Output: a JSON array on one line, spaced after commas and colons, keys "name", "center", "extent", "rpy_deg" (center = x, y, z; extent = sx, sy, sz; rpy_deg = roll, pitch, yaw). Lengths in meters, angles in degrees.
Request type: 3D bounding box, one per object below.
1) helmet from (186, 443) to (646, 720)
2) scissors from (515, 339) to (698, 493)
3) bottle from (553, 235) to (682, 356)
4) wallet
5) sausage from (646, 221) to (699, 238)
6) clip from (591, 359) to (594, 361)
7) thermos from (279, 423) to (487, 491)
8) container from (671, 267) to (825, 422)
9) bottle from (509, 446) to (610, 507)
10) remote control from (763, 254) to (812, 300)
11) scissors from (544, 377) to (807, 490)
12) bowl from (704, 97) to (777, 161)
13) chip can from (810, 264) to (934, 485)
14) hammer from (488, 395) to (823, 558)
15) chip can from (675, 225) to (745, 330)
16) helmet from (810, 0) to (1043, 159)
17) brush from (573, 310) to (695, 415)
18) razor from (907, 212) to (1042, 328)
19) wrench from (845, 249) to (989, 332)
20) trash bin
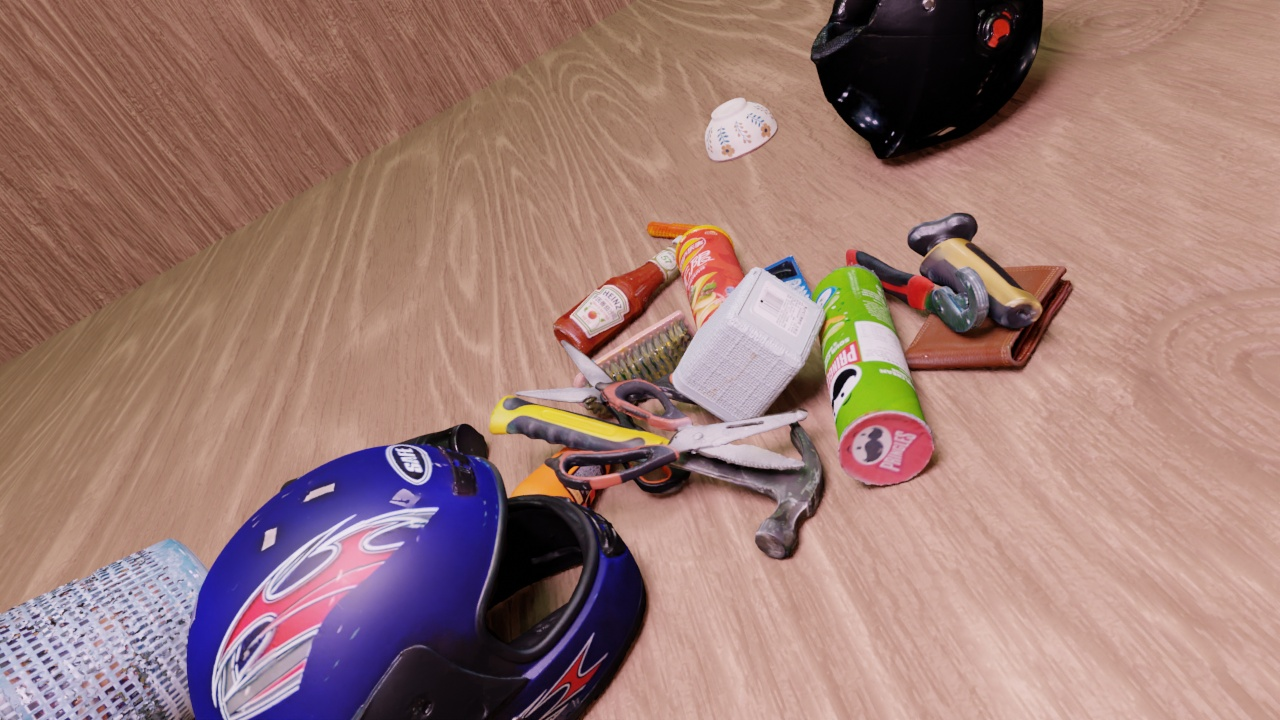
[{"name": "helmet", "center": [-0.172, 0.179, 0.676], "extent": [0.315, 0.240, 0.247], "rpy_deg": [-37, 31, -12]}, {"name": "scissors", "center": [-0.005, 0.042, 0.887], "extent": [0.229, 0.022, 0.220], "rpy_deg": [-17, 47, -4]}, {"name": "bottle", "center": [-0.014, -0.082, 1.118], "extent": [0.205, 0.060, 0.060], "rpy_deg": [-40, 30, -18]}, {"name": "wallet", "center": [0.298, -0.037, 0.790], "extent": [0.101, 0.032, 0.124], "rpy_deg": [3, 43, 50]}, {"name": "sausage", "center": [0.057, -0.173, 1.232], "extent": [0.021, 0.021, 0.165], "rpy_deg": [-42, 31, -20]}, {"name": "clip", "center": [-0.046, 0.013, 1.048], "extent": [0.038, 0.013, 0.055], "rpy_deg": [-40, 30, -18]}, {"name": "thermos", "center": [-0.287, 0.134, 1.043], "extent": [0.243, 0.068, 0.089], "rpy_deg": [-19, -1, 17]}, {"name": "container", "center": [0.100, -0.012, 0.822], "extent": [0.089, 0.090, 0.112], "rpy_deg": [-58, 2, -40]}, {"name": "bottle", "center": [-0.064, 0.110, 0.869], "extent": [0.067, 0.067, 0.149], "rpy_deg": [-4, 31, 39]}, {"name": "remote control", "center": [0.155, -0.072, 0.981], "extent": [0.049, 0.024, 0.124], "rpy_deg": [-25, 31, 11]}, {"name": "scissors", "center": [0.026, 0.064, 0.772], "extent": [0.188, 0.015, 0.226], "rpy_deg": [-34, 42, -21]}, {"name": "bowl", "center": [0.145, -0.360, 1.402], "extent": [0.113, 0.062, 0.113], "rpy_deg": [-23, 28, 13]}, {"name": "chip can", "center": [0.192, 0.003, 0.783], "extent": [0.072, 0.072, 0.235], "rpy_deg": [-21, 30, 17]}, {"name": "hammer", "center": [0.005, 0.076, 0.805], "extent": [0.324, 0.032, 0.125], "rpy_deg": [12, 46, 30]}, {"name": "chip can", "center": [0.084, -0.075, 1.004], "extent": [0.073, 0.073, 0.216], "rpy_deg": [-25, 30, 10]}, {"name": "helmet", "center": [0.338, -0.368, 1.065], "extent": [0.275, 0.230, 0.233], "rpy_deg": [-18, 24, 7]}, {"name": "brush", "center": [-0.006, 0.006, 0.972], "extent": [0.146, 0.063, 0.073], "rpy_deg": [-30, 33, 4]}, {"name": "razor", "center": [0.286, -0.076, 0.779], "extent": [0.068, 0.062, 0.167], "rpy_deg": [-59, 23, 20]}, {"name": "wrench", "center": [0.243, -0.071, 0.840], "extent": [0.016, 0.056, 0.273], "rpy_deg": [-15, 14, -6]}, {"name": "trash bin", "center": [-0.487, 0.282, 0.862], "extent": [0.194, 0.227, 0.227], "rpy_deg": [-35, 27, -34]}]
